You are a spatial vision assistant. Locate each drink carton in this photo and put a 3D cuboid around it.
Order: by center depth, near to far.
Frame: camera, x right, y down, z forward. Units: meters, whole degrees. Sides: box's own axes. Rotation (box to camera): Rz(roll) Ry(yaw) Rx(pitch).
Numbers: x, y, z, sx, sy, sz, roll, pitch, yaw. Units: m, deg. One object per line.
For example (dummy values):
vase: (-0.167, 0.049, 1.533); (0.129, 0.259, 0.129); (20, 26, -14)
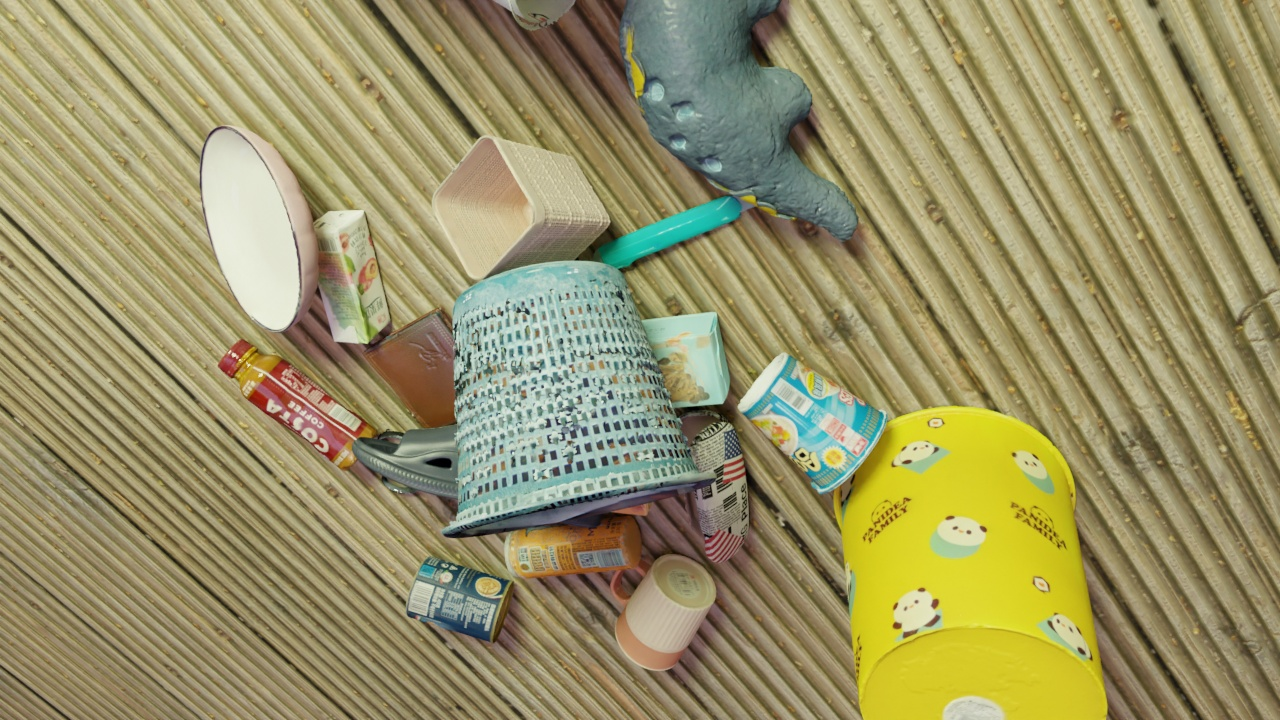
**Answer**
drink carton: (-0.286, -0.081, 0.895); (0.045, 0.053, 0.123); (3, 121, 13)

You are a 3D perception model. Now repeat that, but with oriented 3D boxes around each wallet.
wallet: (-0.210, 0.014, 0.949); (0.101, 0.032, 0.124); (-25, 113, 23)

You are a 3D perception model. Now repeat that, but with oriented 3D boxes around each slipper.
slipper: (-0.161, 0.105, 0.960); (0.268, 0.111, 0.083); (17, 87, -9)

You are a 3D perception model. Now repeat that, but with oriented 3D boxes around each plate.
plate: (-0.349, -0.123, 0.855); (0.193, 0.038, 0.193); (21, 121, 39)

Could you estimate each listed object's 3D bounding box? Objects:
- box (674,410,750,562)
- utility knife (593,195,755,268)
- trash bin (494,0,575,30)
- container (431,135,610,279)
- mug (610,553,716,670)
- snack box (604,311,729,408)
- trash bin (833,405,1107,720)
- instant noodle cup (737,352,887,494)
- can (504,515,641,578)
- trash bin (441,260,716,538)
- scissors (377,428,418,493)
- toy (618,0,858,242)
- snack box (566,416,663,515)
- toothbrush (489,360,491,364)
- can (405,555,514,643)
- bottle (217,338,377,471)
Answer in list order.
box: (0.076, 0.132, 0.921); (0.076, 0.086, 0.163); (-7, 118, 5)
utility knife: (0.031, -0.116, 0.821); (0.175, 0.013, 0.029); (-19, 117, 20)
trash bin: (-0.136, -0.374, 0.587); (0.252, 0.228, 0.230); (27, 123, 3)
container: (-0.096, -0.125, 0.775); (0.090, 0.110, 0.090); (-40, 71, 31)
mug: (0.018, 0.271, 1.031); (0.114, 0.081, 0.106); (41, 125, 23)
snack box: (-0.005, 0.005, 0.881); (0.175, 0.051, 0.074); (-6, 118, 17)
trash bin: (0.287, 0.205, 0.814); (0.230, 0.254, 0.230); (6, 122, 9)
instant noodle cup: (0.154, 0.052, 0.852); (0.110, 0.099, 0.099); (38, 122, -2)
can: (-0.074, 0.208, 1.019); (0.146, 0.058, 0.058); (-9, 118, 18)
trash bin: (-0.066, 0.030, 0.766); (0.227, 0.226, 0.195); (-16, 78, 22)
scissors: (-0.218, 0.125, 1.032); (0.165, 0.014, 0.163); (42, 119, -16)
toy: (0.058, -0.229, 0.700); (0.138, 0.091, 0.356); (-21, 117, 10)
snack box: (-0.031, 0.092, 0.916); (0.094, 0.092, 0.077); (4, 121, 11)
toothbrush: (-0.135, -0.071, 0.888); (0.016, 0.016, 0.180); (10, 122, 0)
can: (-0.215, 0.283, 1.089); (0.111, 0.075, 0.075); (16, 123, 4)
bottle: (-0.370, 0.046, 0.990); (0.175, 0.057, 0.058); (40, 121, -12)
